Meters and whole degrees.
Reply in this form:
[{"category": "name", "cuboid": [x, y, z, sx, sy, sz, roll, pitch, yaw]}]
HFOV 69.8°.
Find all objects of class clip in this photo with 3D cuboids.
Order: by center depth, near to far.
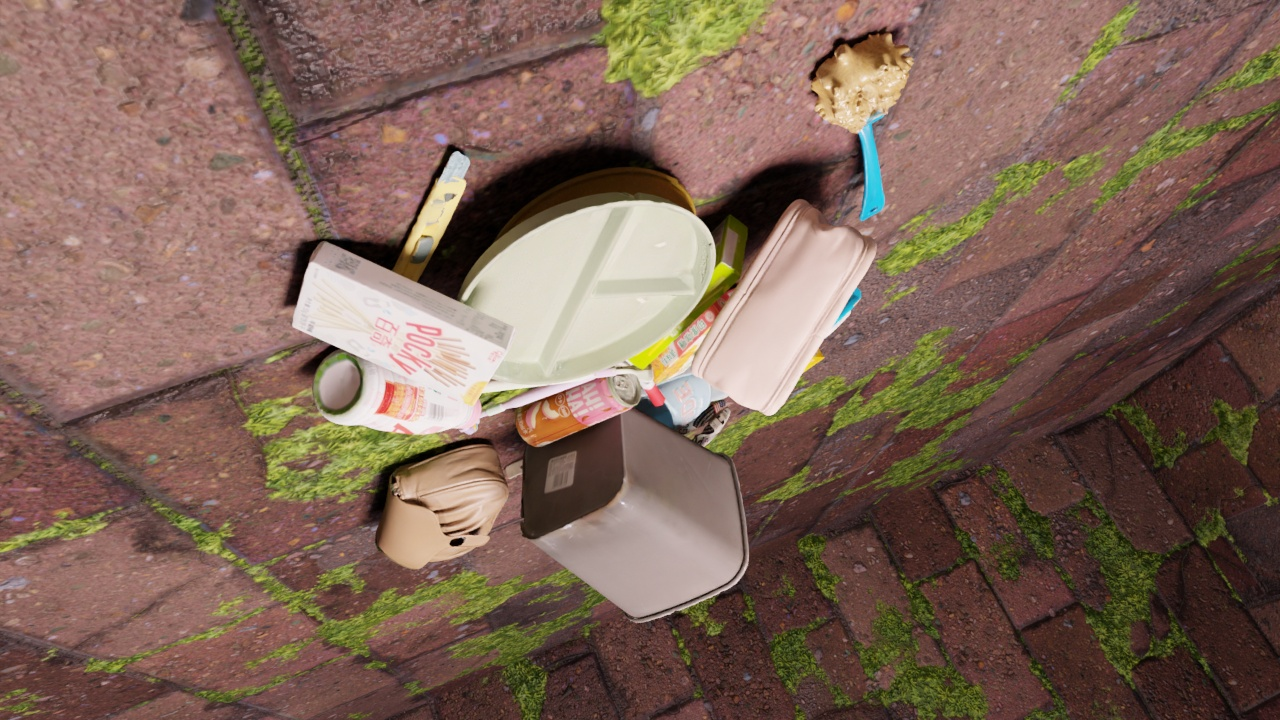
[{"category": "clip", "cuboid": [-0.125, 0.134, 1.235, 0.076, 0.034, 0.104, 1, 151, -47]}]

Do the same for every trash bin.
[{"category": "trash bin", "cuboid": [-0.015, 0.173, 1.102, 0.199, 0.198, 0.219, -30, 133, 26]}]

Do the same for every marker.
[{"category": "marker", "cuboid": [-0.006, 0.006, 1.027, 0.017, 0.017, 0.145, -28, 137, 6]}]

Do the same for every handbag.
[{"category": "handbag", "cuboid": [0.141, -0.063, 0.915, 0.193, 0.093, 0.233, -59, 178, 15]}, {"category": "handbag", "cuboid": [-0.245, 0.188, 1.138, 0.147, 0.099, 0.205, -9, 149, -28]}]

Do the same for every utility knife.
[{"category": "utility knife", "cuboid": [-0.164, -0.099, 0.698, 0.030, 0.019, 0.177, -14, 152, -40]}]

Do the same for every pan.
[{"category": "pan", "cuboid": [-0.058, -0.051, 0.874, 0.197, 0.078, 0.358, -12, 149, -21]}]

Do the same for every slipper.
[{"category": "slipper", "cuboid": [0.017, 0.059, 1.162, 0.245, 0.074, 0.104, -15, 155, -20]}]

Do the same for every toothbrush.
[{"category": "toothbrush", "cuboid": [-0.081, 0.020, 0.940, 0.189, 0.029, 0.020, -5, 127, -8]}, {"category": "toothbrush", "cuboid": [-0.121, 0.043, 1.002, 0.190, 0.021, 0.029, -22, -173, 25]}]

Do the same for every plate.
[{"category": "plate", "cuboid": [-0.046, -0.057, 0.763, 0.230, 0.027, 0.231, -18, 149, -11]}]

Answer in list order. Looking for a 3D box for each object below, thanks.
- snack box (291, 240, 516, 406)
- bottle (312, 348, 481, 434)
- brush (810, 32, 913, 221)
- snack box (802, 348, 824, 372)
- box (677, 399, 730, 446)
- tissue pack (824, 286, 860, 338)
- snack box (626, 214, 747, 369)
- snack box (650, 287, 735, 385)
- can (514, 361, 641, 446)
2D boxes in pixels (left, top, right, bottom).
[{"category": "snack box", "cuboid": [-0.183, -0.026, 0.705, 0.156, 0.026, 0.085, 26, 138, -13]}, {"category": "bottle", "cuboid": [-0.221, 0.036, 0.872, 0.068, 0.068, 0.196, -32, 161, 15]}, {"category": "brush", "cuboid": [0.201, -0.193, 0.814, 0.083, 0.046, 0.255, -30, 152, 2]}, {"category": "snack box", "cuboid": [0.183, 0.004, 1.271, 0.087, 0.033, 0.140, -39, 156, 31]}, {"category": "box", "cuboid": [0.076, 0.081, 1.274, 0.075, 0.076, 0.163, -40, 174, 25]}, {"category": "tissue pack", "cuboid": [0.198, -0.055, 1.066, 0.090, 0.063, 0.139, -40, 177, 34]}, {"category": "snack box", "cuboid": [0.043, -0.066, 0.900, 0.026, 0.085, 0.157, 34, 128, -17]}, {"category": "snack box", "cuboid": [0.062, -0.026, 1.059, 0.076, 0.027, 0.156, -24, 164, -46]}, {"category": "can", "cuboid": [-0.072, 0.049, 1.030, 0.148, 0.058, 0.057, -24, 162, 32]}]
